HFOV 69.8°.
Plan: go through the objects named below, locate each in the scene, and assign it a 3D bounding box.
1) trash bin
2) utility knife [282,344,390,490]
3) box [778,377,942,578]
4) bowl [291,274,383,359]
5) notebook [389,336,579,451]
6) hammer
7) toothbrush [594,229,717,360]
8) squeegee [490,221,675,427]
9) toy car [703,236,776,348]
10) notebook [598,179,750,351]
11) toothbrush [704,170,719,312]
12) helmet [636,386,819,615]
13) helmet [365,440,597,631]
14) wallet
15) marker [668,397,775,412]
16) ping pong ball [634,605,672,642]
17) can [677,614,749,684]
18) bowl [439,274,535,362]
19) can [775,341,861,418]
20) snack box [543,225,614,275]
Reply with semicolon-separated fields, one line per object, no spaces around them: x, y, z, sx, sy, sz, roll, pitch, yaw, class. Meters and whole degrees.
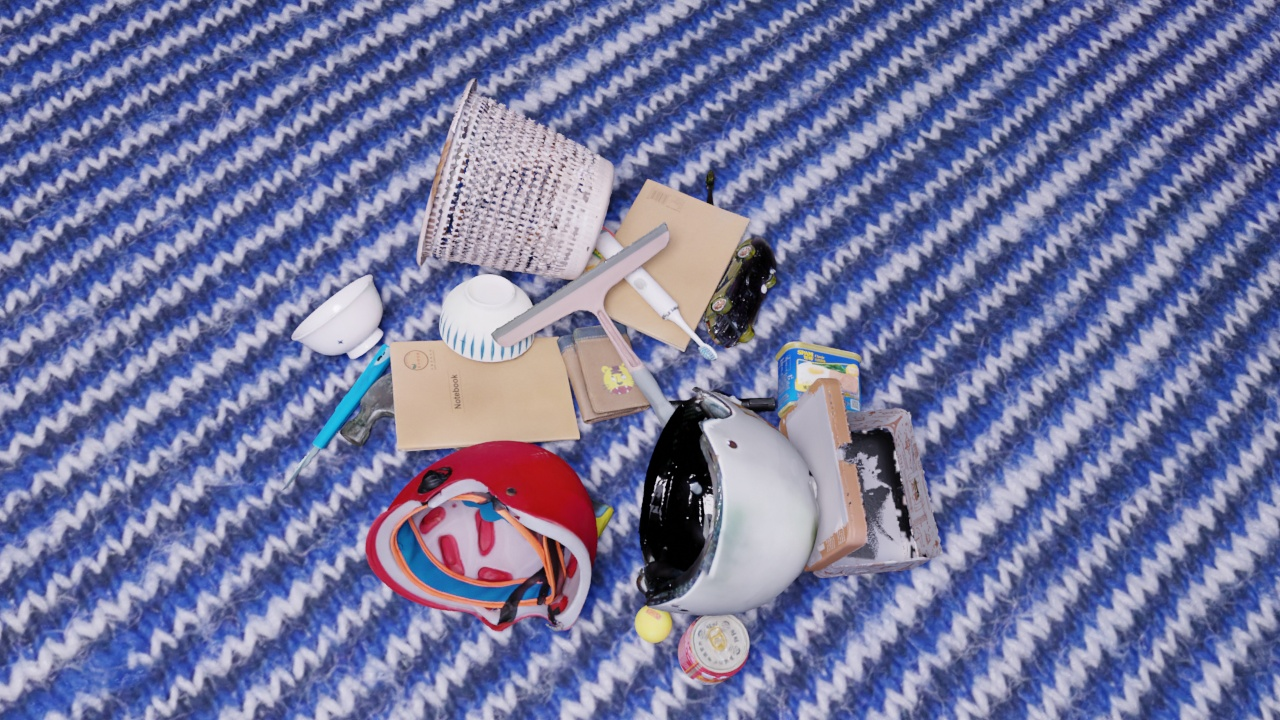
-0.142;-0.194;1.092;0.192;0.228;0.227;17;64;-10;trash bin
-0.353;0.068;1.071;0.018;0.034;0.204;32;68;-3;utility knife
0.238;0.125;0.983;0.157;0.194;0.183;-5;68;-5;box
-0.348;-0.041;1.096;0.118;0.118;0.065;-45;114;-21;bowl
-0.184;0.036;1.079;0.207;0.008;0.147;-2;56;-18;notebook
-0.178;0.109;1.064;0.323;0.032;0.126;27;67;8;hammer
0.018;-0.079;1.126;0.221;0.027;0.026;48;35;17;toothbrush
-0.006;0.006;1.089;0.247;0.040;0.249;-33;87;-9;squeegee
0.129;-0.087;1.163;0.042;0.070;0.157;2;54;44;toy car
0.032;-0.128;1.170;0.149;0.012;0.211;24;66;8;notebook
0.092;-0.162;1.213;0.026;0.027;0.212;2;65;1;toothbrush
0.095;0.154;0.946;0.157;0.274;0.230;16;92;-7;helmet
-0.152;0.170;0.959;0.240;0.207;0.143;-5;36;21;helmet
-0.045;0.014;1.116;0.090;0.033;0.115;-11;69;-19;wallet
0.099;0.056;1.114;0.132;0.022;0.020;-2;71;-5;marker
0.014;0.284;0.991;0.040;0.040;0.040;2;65;-4;ping pong ball
0.076;0.300;0.958;0.066;0.094;0.066;2;65;-3;can
-0.182;-0.060;1.105;0.116;0.066;0.116;7;43;-7;bowl
0.215;0.032;1.105;0.102;0.057;0.083;11;60;-11;can
-0.043;-0.121;1.184;0.156;0.027;0.076;37;68;12;snack box
